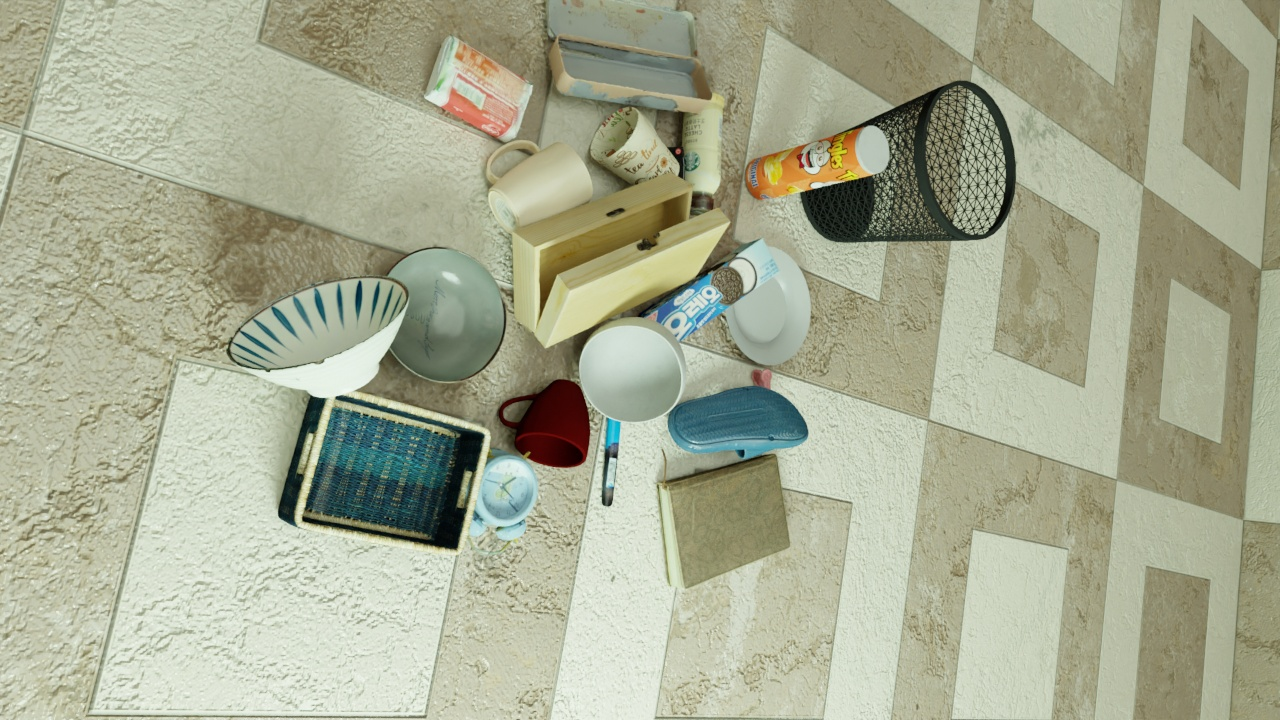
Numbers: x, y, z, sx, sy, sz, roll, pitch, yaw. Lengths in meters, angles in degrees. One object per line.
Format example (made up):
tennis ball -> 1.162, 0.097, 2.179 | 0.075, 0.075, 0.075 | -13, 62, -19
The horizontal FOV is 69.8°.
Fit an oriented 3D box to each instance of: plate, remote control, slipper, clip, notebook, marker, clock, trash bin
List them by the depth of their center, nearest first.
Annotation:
clock -> -0.167, 0.161, 1.057 | 0.088, 0.052, 0.124 | 17, 80, -36
marker -> -0.039, 0.126, 1.177 | 0.018, 0.015, 0.123 | 6, 88, -33
remote control -> 0.040, -0.223, 1.230 | 0.010, 0.039, 0.125 | -6, 99, -68
slipper -> 0.133, 0.088, 1.269 | 0.213, 0.059, 0.103 | -3, 55, -23
notebook -> 0.114, 0.200, 1.274 | 0.215, 0.035, 0.190 | -11, 95, -37
clip -> 0.182, 0.040, 1.328 | 0.022, 0.038, 0.059 | -13, 100, -39
plate -> 0.182, -0.079, 1.341 | 0.172, 0.019, 0.172 | 1, 88, -36
trash bin -> 0.380, -0.270, 1.352 | 0.216, 0.244, 0.217 | 1, 88, -36

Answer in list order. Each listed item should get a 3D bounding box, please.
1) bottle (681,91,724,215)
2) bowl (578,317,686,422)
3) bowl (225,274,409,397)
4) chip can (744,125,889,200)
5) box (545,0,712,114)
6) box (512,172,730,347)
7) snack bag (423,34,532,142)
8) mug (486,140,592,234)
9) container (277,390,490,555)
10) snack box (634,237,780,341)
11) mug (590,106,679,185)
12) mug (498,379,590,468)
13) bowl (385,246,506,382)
bottle -> 0.082, -0.281, 1.249 | 0.056, 0.057, 0.162 | 6, 85, -36
bowl -> -0.007, 0.007, 1.144 | 0.064, 0.132, 0.132 | -64, 132, -66
bowl -> -0.304, -0.013, 0.901 | 0.176, 0.177, 0.071 | -35, 128, -32
chip can -> 0.239, -0.270, 1.268 | 0.062, 0.211, 0.062 | 1, 88, -37
box -> -0.015, -0.399, 1.170 | 0.216, 0.059, 0.153 | -1, 69, -29
box -> -0.022, -0.112, 1.107 | 0.248, 0.123, 0.141 | -26, 136, -33
snack bag -> -0.187, -0.313, 1.064 | 0.115, 0.036, 0.077 | 24, 74, -33
mug -> -0.131, -0.209, 1.084 | 0.104, 0.085, 0.111 | -37, 82, -25
container -> -0.268, 0.119, 0.971 | 0.187, 0.071, 0.145 | 20, 77, -34
snack box -> 0.087, -0.086, 1.231 | 0.225, 0.059, 0.059 | -35, 103, -24
mug -> -0.002, -0.279, 1.190 | 0.097, 0.081, 0.121 | 36, 42, -38
mug -> -0.111, 0.066, 1.095 | 0.114, 0.087, 0.088 | 15, 58, -5
bowl -> -0.227, -0.049, 1.014 | 0.150, 0.057, 0.150 | 1, 89, -37
